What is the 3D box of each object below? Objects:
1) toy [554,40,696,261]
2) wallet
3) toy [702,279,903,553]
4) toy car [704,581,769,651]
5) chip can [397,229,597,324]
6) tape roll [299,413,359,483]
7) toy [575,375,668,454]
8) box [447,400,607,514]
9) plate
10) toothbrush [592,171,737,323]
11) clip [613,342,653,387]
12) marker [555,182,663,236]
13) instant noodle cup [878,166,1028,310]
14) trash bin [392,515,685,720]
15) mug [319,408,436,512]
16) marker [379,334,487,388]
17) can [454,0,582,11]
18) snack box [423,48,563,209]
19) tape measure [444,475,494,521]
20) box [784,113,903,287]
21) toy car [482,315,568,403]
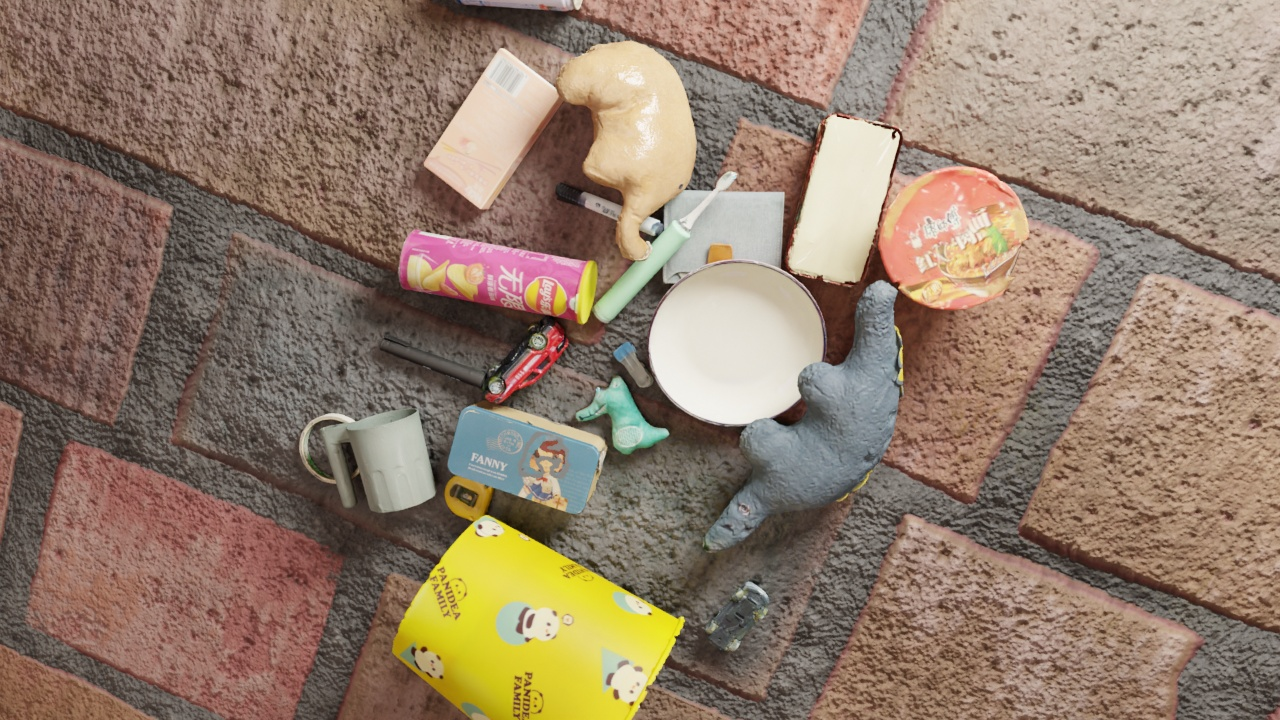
[{"bbox_3d":[-0.001,-0.221,0.959,0.143,0.083,0.226,-18,92,-19],"label":"toy"},{"bbox_3d":[0.089,-0.131,0.997,0.130,0.037,0.106,3,100,10],"label":"wallet"},{"bbox_3d":[0.194,0.082,0.982,0.137,0.091,0.357,24,112,-25],"label":"toy"},{"bbox_3d":[0.112,0.298,1.071,0.043,0.034,0.091,34,105,-1],"label":"toy car"},{"bbox_3d":[-0.158,-0.094,1.024,0.210,0.071,0.071,11,101,7],"label":"chip can"},{"bbox_3d":[-0.374,0.107,1.120,0.086,0.014,0.086,2,100,9],"label":"tape roll"},{"bbox_3d":[-0.025,0.065,1.055,0.097,0.030,0.092,-24,91,19],"label":"toy"},{"bbox_3d":[-0.135,0.108,1.063,0.184,0.059,0.090,15,101,4],"label":"box"},{"bbox_3d":[0.104,-0.021,1.000,0.192,0.039,0.193,1,113,3],"label":"plate"},{"bbox_3d":[0.024,-0.121,0.989,0.026,0.027,0.225,48,117,6],"label":"toothbrush"},{"bbox_3d":[-0.006,0.006,1.047,0.024,0.029,0.057,-38,82,10],"label":"clip"},{"bbox_3d":[-0.035,-0.165,1.010,0.131,0.018,0.023,25,130,14],"label":"marker"},{"bbox_3d":[0.305,-0.125,0.929,0.138,0.108,0.138,1,100,8],"label":"instant noodle cup"},{"bbox_3d":[-0.117,0.317,1.020,0.255,0.229,0.230,32,103,7],"label":"trash bin"},{"bbox_3d":[-0.309,0.119,1.080,0.124,0.083,0.103,-10,100,15],"label":"mug"},{"bbox_3d":[-0.243,0.001,1.080,0.132,0.020,0.022,21,111,5],"label":"marker"},{"bbox_3d":[-0.130,-0.403,0.974,0.134,0.053,0.053,7,101,7],"label":"can"},{"bbox_3d":[-0.163,-0.255,1.019,0.084,0.026,0.157,38,103,0],"label":"snack box"},{"bbox_3d":[-0.205,0.161,1.097,0.057,0.029,0.060,20,102,5],"label":"tape measure"},{"bbox_3d":[0.208,-0.166,0.954,0.091,0.076,0.168,14,101,5],"label":"box"},{"bbox_3d":[-0.131,0.003,1.046,0.120,0.053,0.045,-43,110,9],"label":"toy car"}]
